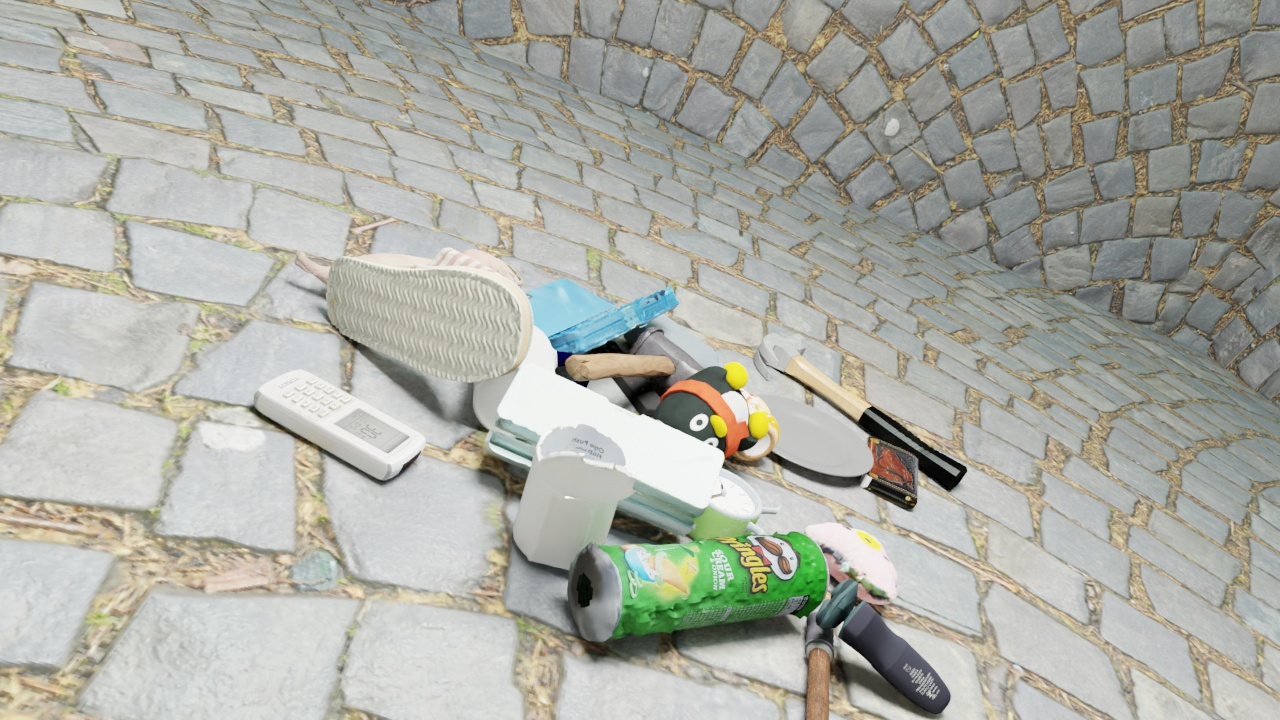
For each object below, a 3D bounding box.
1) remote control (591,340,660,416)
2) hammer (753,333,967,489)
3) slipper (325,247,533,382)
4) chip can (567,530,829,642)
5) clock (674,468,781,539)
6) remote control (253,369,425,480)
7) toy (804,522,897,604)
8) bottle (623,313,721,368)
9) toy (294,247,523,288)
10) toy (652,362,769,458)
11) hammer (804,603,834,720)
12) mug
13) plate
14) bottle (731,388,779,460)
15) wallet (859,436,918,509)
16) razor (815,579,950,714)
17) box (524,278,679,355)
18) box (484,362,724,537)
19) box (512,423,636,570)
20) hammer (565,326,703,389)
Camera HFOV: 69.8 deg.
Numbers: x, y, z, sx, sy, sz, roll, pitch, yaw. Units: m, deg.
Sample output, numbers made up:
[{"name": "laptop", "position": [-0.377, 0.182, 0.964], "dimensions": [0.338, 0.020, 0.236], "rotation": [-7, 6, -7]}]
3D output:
[{"name": "remote control", "position": [-0.015, 0.018, 1.080], "dimensions": [0.034, 0.013, 0.150], "rotation": [7, 29, -35]}, {"name": "hammer", "position": [0.296, 0.065, 1.259], "dimensions": [0.328, 0.039, 0.130], "rotation": [38, 28, 26]}, {"name": "slipper", "position": [-0.198, -0.050, 0.865], "dimensions": [0.263, 0.115, 0.052], "rotation": [12, 13, 33]}, {"name": "chip can", "position": [0.048, 0.177, 0.731], "dimensions": [0.222, 0.076, 0.075], "rotation": [6, 30, -36]}, {"name": "clock", "position": [0.066, 0.135, 0.875], "dimensions": [0.119, 0.043, 0.094], "rotation": [32, 23, 15]}, {"name": "remote control", "position": [-0.249, 0.052, 0.763], "dimensions": [0.138, 0.025, 0.060], "rotation": [28, 23, 7]}, {"name": "toy", "position": [0.210, 0.192, 0.885], "dimensions": [0.102, 0.050, 0.093], "rotation": [40, 22, 25]}, {"name": "bottle", "position": [0.058, -0.005, 1.160], "dimensions": [0.161, 0.046, 0.072], "rotation": [37, 26, 26]}, {"name": "toy", "position": [-0.249, -0.104, 1.054], "dimensions": [0.196, 0.065, 0.263], "rotation": [25, 20, 0]}, {"name": "toy", "position": [0.058, 0.067, 0.952], "dimensions": [0.119, 0.097, 0.100], "rotation": [-34, 15, -38]}, {"name": "hammer", "position": [0.129, 0.266, 0.671], "dimensions": [0.156, 0.043, 0.321], "rotation": [26, 21, 3]}, {"name": "mug", "position": [-0.106, 0.016, 0.897], "dimensions": [0.112, 0.079, 0.096], "rotation": [-4, 29, -6]}, {"name": "plate", "position": [0.198, 0.093, 1.121], "dimensions": [0.178, 0.012, 0.178], "rotation": [17, 23, -8]}, {"name": "bottle", "position": [0.115, 0.065, 1.046], "dimensions": [0.063, 0.063, 0.108], "rotation": [14, 25, -23]}, {"name": "wallet", "position": [0.309, 0.138, 1.136], "dimensions": [0.072, 0.019, 0.122], "rotation": [23, 23, 8]}, {"name": "razor", "position": [0.202, 0.239, 0.753], "dimensions": [0.143, 0.047, 0.052], "rotation": [44, -11, -7]}, {"name": "box", "position": [-0.076, -0.043, 1.062], "dimensions": [0.173, 0.066, 0.231], "rotation": [8, 20, 28]}, {"name": "box", "position": [-0.038, 0.095, 0.810], "dimensions": [0.199, 0.096, 0.085], "rotation": [24, 49, 1]}, {"name": "box", "position": [-0.048, 0.100, 0.698], "dimensions": [0.084, 0.160, 0.118], "rotation": [16, 31, -2]}, {"name": "hammer", "position": [-0.006, 0.006, 0.966], "dimensions": [0.098, 0.052, 0.328], "rotation": [40, 12, 15]}]
